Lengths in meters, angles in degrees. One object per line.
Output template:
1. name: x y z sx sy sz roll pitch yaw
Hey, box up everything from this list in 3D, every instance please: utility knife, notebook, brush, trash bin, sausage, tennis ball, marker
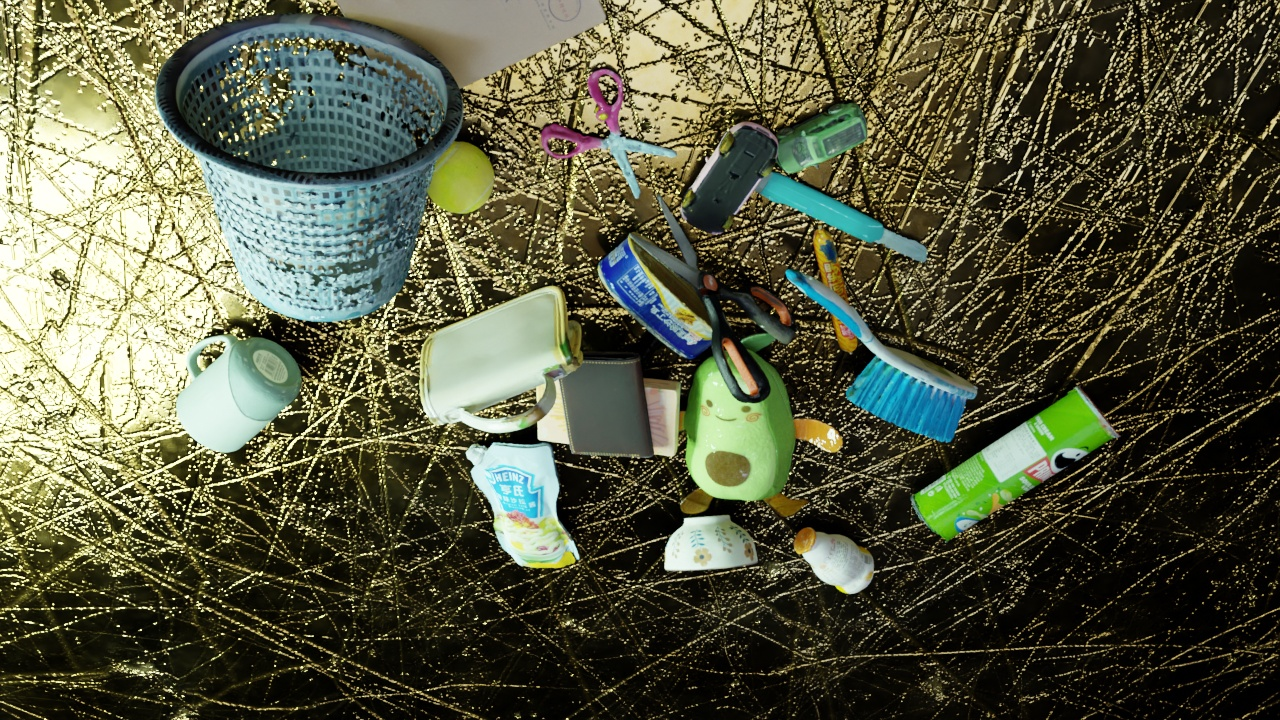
1. utility knife: 0.204 -0.143 0.926 0.209 0.013 0.029 22 119 -15
2. notebook: -0.152 -0.318 0.787 0.208 0.008 0.148 -21 123 10
3. brush: 0.249 0.000 0.982 0.314 0.060 0.110 20 114 -28
4. trash bin: -0.272 -0.149 0.782 0.226 0.226 0.196 8 138 -9
5. sausage: 0.206 -0.072 0.969 0.021 0.021 0.165 -18 123 8
6. tennis ball: -0.168 -0.169 0.850 0.065 0.065 0.066 -2 124 -3
7. marker: -0.006 0.006 1.006 0.020 0.022 0.132 4 132 -51

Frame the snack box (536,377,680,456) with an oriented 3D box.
1. snack box: -0.036 0.056 1.006 0.157 0.026 0.085 6 118 9

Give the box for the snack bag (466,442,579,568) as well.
1. snack bag: -0.138 0.170 1.089 0.110 0.038 0.191 6 129 24

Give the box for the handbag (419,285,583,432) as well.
1. handbag: -0.136 0.018 0.912 0.163 0.178 0.063 -22 127 9

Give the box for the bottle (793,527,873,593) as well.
1. bottle: 0.244 0.250 1.161 0.108 0.063 0.063 33 115 -24

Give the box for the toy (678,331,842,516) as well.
1. toy: 0.110 0.086 1.024 0.227 0.089 0.247 1 122 14

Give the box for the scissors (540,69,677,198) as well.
1. scissors: -0.033 -0.206 0.867 0.128 0.017 0.133 -20 126 7

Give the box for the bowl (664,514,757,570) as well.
1. bowl: 0.084 0.221 1.120 0.113 0.113 0.062 -3 82 -2

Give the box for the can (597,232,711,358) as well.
1. can: 0.024 -0.064 0.931 0.049 0.074 0.148 -38 118 23

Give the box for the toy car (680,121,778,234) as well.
1. toy car: 0.085 -0.176 0.883 0.056 0.037 0.123 27 130 -12

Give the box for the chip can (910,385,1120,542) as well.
1. chip can: 0.439 0.126 1.089 0.236 0.072 0.072 -39 118 21

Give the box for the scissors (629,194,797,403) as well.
1. scissors: 0.080 -0.056 0.911 0.220 0.221 0.022 11 154 -39

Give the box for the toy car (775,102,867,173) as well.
1. toy car: 0.170 -0.208 0.868 0.091 0.036 0.043 -22 124 15

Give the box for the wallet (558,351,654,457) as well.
1. wallet: -0.039 0.048 0.977 0.096 0.020 0.122 1 117 18

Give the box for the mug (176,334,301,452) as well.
1. mug: -0.423 0.022 0.958 0.106 0.082 0.111 -37 87 20
